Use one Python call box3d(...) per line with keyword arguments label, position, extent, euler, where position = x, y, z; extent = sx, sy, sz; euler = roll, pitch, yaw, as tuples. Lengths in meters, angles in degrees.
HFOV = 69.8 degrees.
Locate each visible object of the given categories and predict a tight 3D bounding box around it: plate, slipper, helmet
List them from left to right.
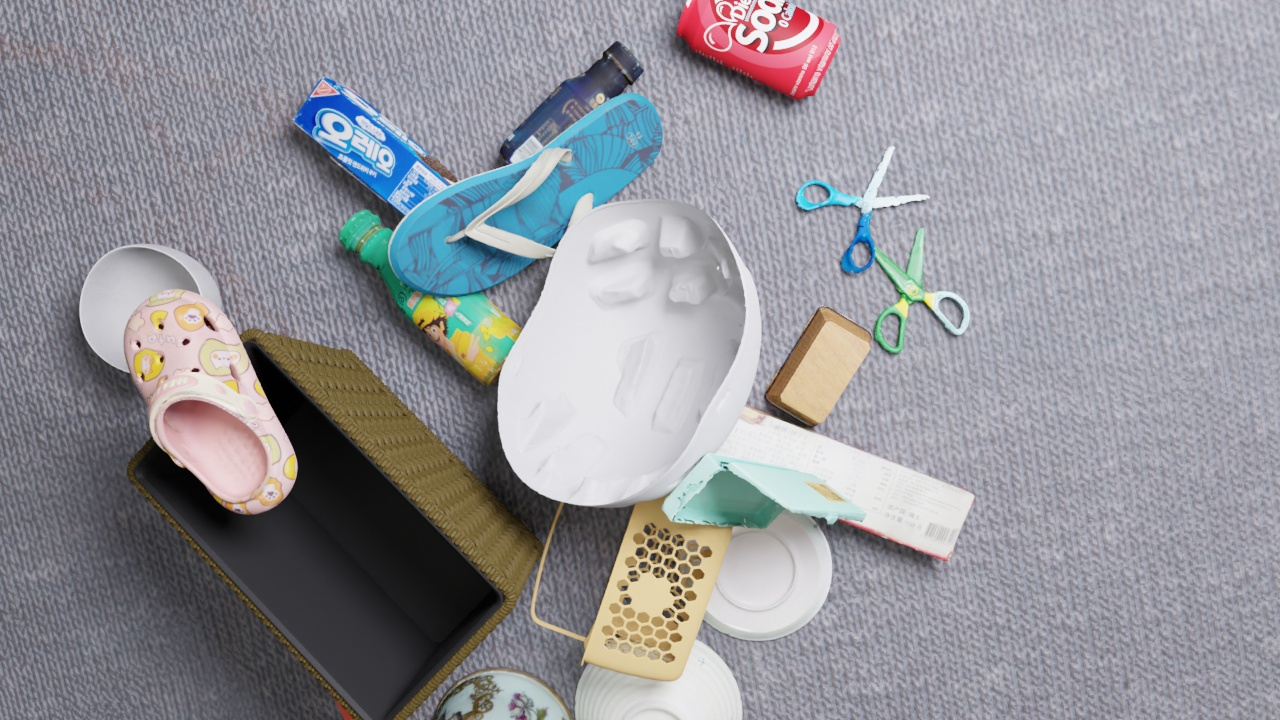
box3d(label="slipper", position=(-0.352, 0.037, 0.723), extent=(0.093, 0.081, 0.197), euler=(-31, 89, 9))
box3d(label="slipper", position=(-0.092, -0.145, 0.860), extent=(0.294, 0.060, 0.118), euler=(-35, 136, -9))
box3d(label="helmet", position=(-0.005, 0.005, 0.819), extent=(0.225, 0.281, 0.184), euler=(-1, 141, 34))
box3d(label="plate", position=(0.118, 0.214, 0.942), extent=(0.157, 0.014, 0.157), euler=(0, 96, 5))

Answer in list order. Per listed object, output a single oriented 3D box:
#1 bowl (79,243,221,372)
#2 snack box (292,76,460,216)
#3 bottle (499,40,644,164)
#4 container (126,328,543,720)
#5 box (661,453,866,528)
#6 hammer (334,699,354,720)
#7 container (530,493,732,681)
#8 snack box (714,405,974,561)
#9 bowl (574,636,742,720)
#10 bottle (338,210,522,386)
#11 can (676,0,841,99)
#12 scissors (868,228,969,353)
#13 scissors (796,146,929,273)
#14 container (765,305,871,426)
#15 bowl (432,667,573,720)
box3d(label="bowl", position=(-0.492, -0.052, 0.939), extent=(0.132, 0.064, 0.132), euler=(0, 95, 4))
box3d(label="snack box", position=(-0.234, -0.185, 0.911), extent=(0.226, 0.059, 0.059), euler=(39, 101, 0))
box3d(label="bottle", position=(-0.066, -0.240, 0.893), extent=(0.161, 0.056, 0.056), euler=(-43, 91, 7))
box3d(label="container", position=(-0.254, 0.141, 0.854), extent=(0.321, 0.205, 0.176), euler=(44, 97, 5))
box3d(label="box", position=(0.113, 0.130, 0.799), extent=(0.110, 0.187, 0.078), euler=(28, 96, 31))
box3d(label="hammer", position=(-0.337, 0.309, 0.971), extent=(0.133, 0.033, 0.333), euler=(-27, 90, 22))
box3d(label="container", position=(-0.012, 0.199, 0.892), extent=(0.167, 0.129, 0.183), euler=(20, 97, 6))
box3d(label="snack box", position=(0.186, 0.115, 0.914), extent=(0.273, 0.044, 0.076), euler=(20, 96, 3))
box3d(label="bowl", position=(0.016, 0.372, 0.937), extent=(0.177, 0.071, 0.177), euler=(0, 96, 4))
box3d(label="bottle", position=(-0.208, -0.066, 0.914), extent=(0.209, 0.068, 0.068), euler=(41, 97, 0))
box3d(label="can", position=(0.111, -0.305, 0.863), extent=(0.142, 0.074, 0.074), euler=(26, 97, 2))
box3d(label="scissors", position=(0.276, -0.068, 0.904), extent=(0.121, 0.012, 0.128), euler=(10, 95, 7))
box3d(label="scissors", position=(0.219, -0.144, 0.901), extent=(0.127, 0.014, 0.129), euler=(-8, 90, 4))
box3d(label="container", position=(0.176, 0.008, 0.894), extent=(0.063, 0.061, 0.114), euler=(31, 97, 1))
box3d(label="bowl", position=(-0.150, 0.411, 0.942), extent=(0.160, 0.094, 0.160), euler=(0, 95, 5))
